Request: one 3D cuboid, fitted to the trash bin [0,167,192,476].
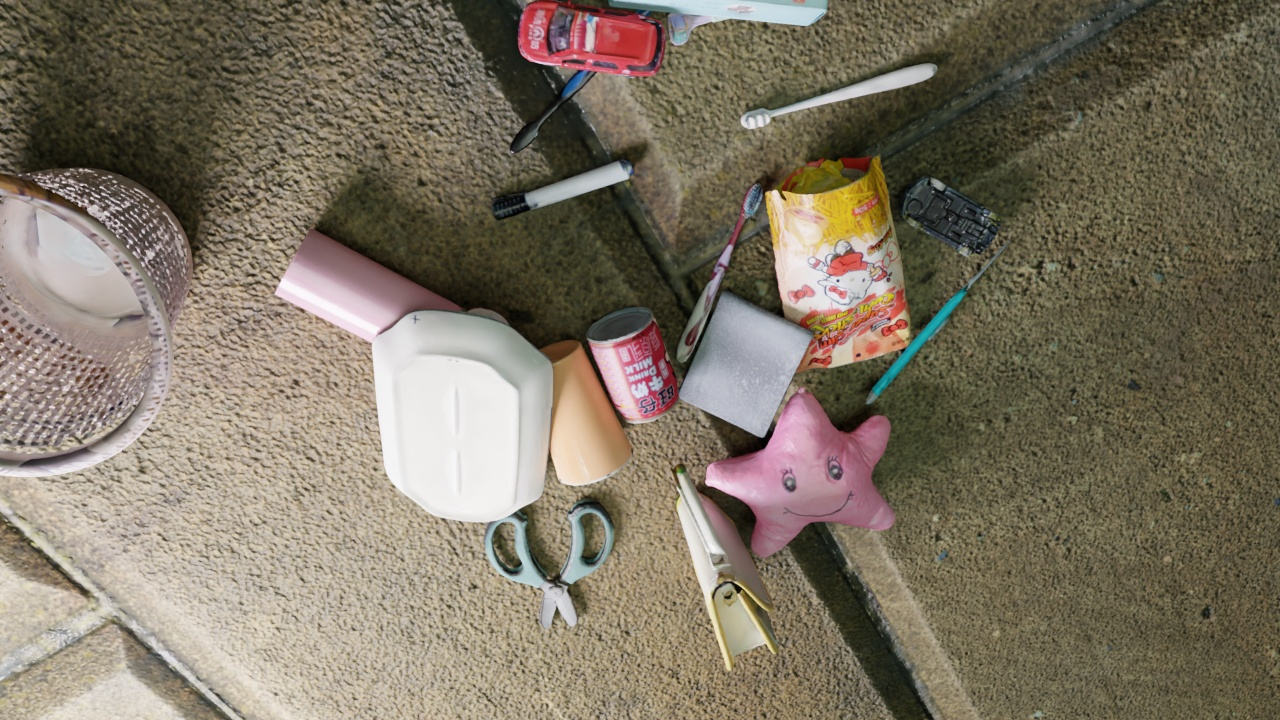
[{"bbox_3d":[-0.451,-0.055,0.705,0.227,0.192,0.228,-3,115,-7],"label":"trash bin"}]

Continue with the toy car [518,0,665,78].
[{"bbox_3d":[-0.040,-0.262,0.743,0.120,0.045,0.053,6,101,-1],"label":"toy car"}]

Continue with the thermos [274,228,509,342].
[{"bbox_3d":[-0.210,-0.046,0.809,0.198,0.067,0.087,28,134,-17],"label":"thermos"}]

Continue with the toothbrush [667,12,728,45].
[{"bbox_3d":[0.116,-0.300,0.769,0.189,0.021,0.029,-15,134,-3],"label":"toothbrush"}]

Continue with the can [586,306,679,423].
[{"bbox_3d":[-0.005,0.005,0.865,0.066,0.066,0.094,-20,115,1],"label":"can"}]

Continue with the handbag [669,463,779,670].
[{"bbox_3d":[0.077,0.190,0.907,0.063,0.163,0.179,-21,115,-1],"label":"handbag"}]

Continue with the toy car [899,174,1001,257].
[{"bbox_3d":[0.288,-0.136,0.861,0.105,0.031,0.049,24,108,-19],"label":"toy car"}]

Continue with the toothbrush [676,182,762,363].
[{"bbox_3d":[0.074,-0.079,0.865,0.016,0.017,0.188,18,110,-15],"label":"toothbrush"}]

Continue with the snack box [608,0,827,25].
[{"bbox_3d":[0.063,-0.316,0.725,0.175,0.051,0.074,3,95,-7],"label":"snack box"}]

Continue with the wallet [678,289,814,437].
[{"bbox_3d":[0.100,0.004,0.888,0.097,0.019,0.121,26,111,10],"label":"wallet"}]

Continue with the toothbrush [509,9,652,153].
[{"bbox_3d":[-0.045,-0.245,0.778,0.014,0.016,0.190,43,100,-13],"label":"toothbrush"}]

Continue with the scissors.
[{"bbox_3d":[-0.078,0.214,0.976,0.169,0.019,0.177,-23,114,2],"label":"scissors"}]

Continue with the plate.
[{"bbox_3d":[-0.165,0.067,0.838,0.162,0.034,0.266,9,132,-2],"label":"plate"}]

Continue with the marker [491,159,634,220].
[{"bbox_3d":[-0.069,-0.153,0.812,0.131,0.018,0.022,-19,106,1],"label":"marker"}]

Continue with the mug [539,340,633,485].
[{"bbox_3d":[-0.063,0.047,0.875,0.078,0.078,0.123,-19,111,1],"label":"mug"}]

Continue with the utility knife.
[{"bbox_3d":[0.293,-0.036,0.909,0.013,0.029,0.209,39,105,6],"label":"utility knife"}]

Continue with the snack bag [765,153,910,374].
[{"bbox_3d":[0.187,-0.084,0.861,0.128,0.073,0.208,-18,123,0],"label":"snack bag"}]

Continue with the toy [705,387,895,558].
[{"bbox_3d":[0.163,0.111,0.933,0.194,0.074,0.179,-11,107,-1],"label":"toy"}]

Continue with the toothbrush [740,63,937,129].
[{"bbox_3d":[0.176,-0.233,0.809,0.180,0.016,0.016,-16,122,-1],"label":"toothbrush"}]
